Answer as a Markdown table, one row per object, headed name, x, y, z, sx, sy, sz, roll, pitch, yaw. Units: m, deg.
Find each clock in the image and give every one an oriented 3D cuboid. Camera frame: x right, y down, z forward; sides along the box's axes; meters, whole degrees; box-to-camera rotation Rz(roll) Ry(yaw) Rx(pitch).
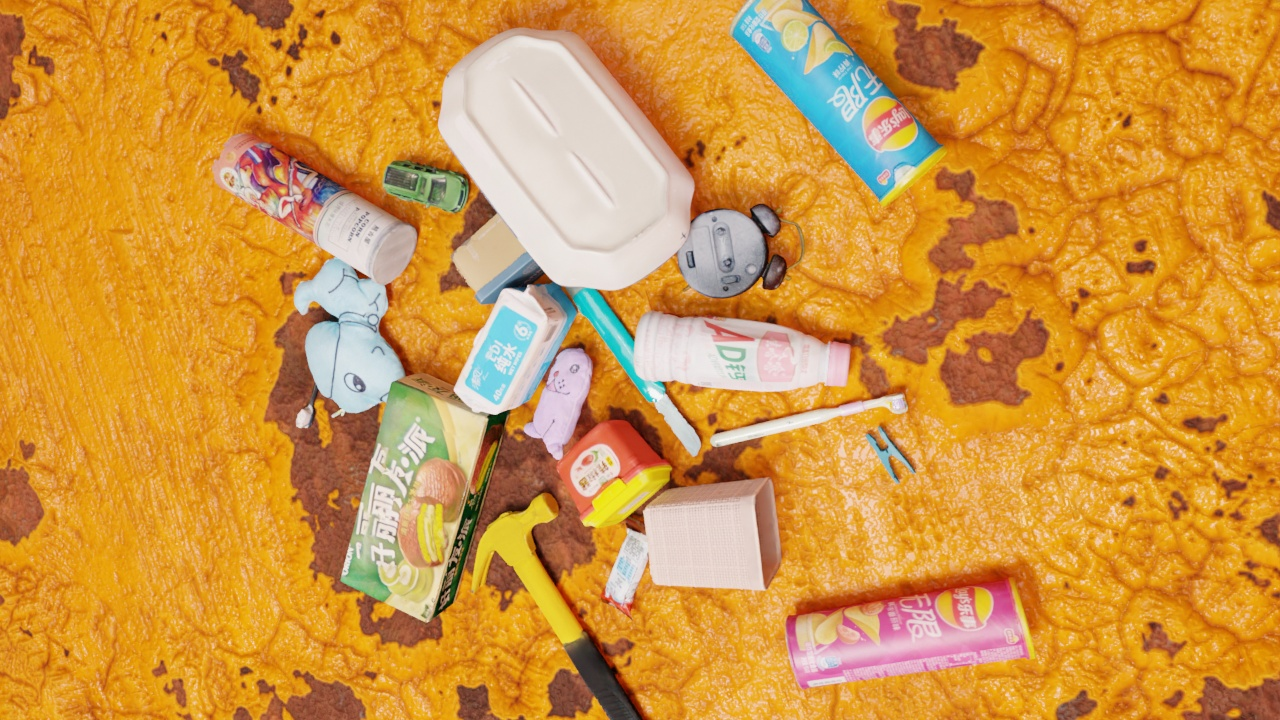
| name | x | y | z | sx | sy | sz | roll | pitch | yaw |
| --- | --- | --- | --- | --- | --- | --- | --- | --- | --- |
| clock | 0.092 | -0.101 | 0.854 | 0.122 | 0.055 | 0.082 | -8 | 93 | 16 |

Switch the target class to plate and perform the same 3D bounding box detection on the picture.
| name | x | y | z | sx | sy | sz | roll | pitch | yaw |
| --- | --- | --- | --- | --- | --- | --- | --- | --- | --- |
| plate | -0.067 | -0.186 | 0.812 | 0.162 | 0.034 | 0.265 | -36 | 84 | -6 |

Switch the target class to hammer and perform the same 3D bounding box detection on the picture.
| name | x | y | z | sx | sy | sz | roll | pitch | yaw |
| --- | --- | --- | --- | --- | --- | --- | --- | --- | --- |
| hammer | -0.070 | 0.291 | 0.960 | 0.129 | 0.032 | 0.300 | -35 | 86 | 18 |

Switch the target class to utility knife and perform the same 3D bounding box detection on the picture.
| name | x | y | z | sx | sy | sz | roll | pitch | yaw |
| --- | --- | --- | --- | --- | --- | --- | --- | --- | --- |
| utility knife | -0.005 | 0.005 | 0.916 | 0.029 | 0.013 | 0.216 | -37 | 83 | 16 |

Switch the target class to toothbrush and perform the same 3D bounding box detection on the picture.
| name | x | y | z | sx | sy | sz | roll | pitch | yaw |
| --- | --- | --- | --- | --- | --- | --- | --- | --- | --- |
| toothbrush | 0.156 | 0.059 | 0.873 | 0.190 | 0.029 | 0.020 | -13 | 51 | 18 |
| toothbrush | -0.350 | -0.007 | 1.015 | 0.016 | 0.018 | 0.181 | 23 | 101 | 16 |

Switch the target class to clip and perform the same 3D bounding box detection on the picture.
| name | x | y | z | sx | sy | sz | roll | pitch | yaw |
| --- | --- | --- | --- | --- | --- | --- | --- | --- | --- |
| clip | 0.232 | 0.088 | 0.857 | 0.042 | 0.014 | 0.056 | -38 | 85 | 16 |

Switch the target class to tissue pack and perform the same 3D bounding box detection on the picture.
| name | x | y | z | sx | sy | sz | roll | pitch | yaw |
| --- | --- | --- | --- | --- | --- | --- | --- | --- | --- |
| tissue pack | -0.124 | -0.014 | 0.908 | 0.063 | 0.089 | 0.140 | 32 | 105 | 9 |

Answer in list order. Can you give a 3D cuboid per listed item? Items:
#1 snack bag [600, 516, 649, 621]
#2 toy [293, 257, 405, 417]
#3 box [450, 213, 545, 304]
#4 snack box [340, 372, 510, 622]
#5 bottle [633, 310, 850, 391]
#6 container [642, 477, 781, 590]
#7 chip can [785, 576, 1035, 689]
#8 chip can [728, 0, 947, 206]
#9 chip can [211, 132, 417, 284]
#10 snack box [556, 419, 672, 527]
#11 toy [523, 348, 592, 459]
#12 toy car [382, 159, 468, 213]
| name | x | y | z | sx | sy | sz | roll | pitch | yaw |
| --- | --- | --- | --- | --- | --- | --- | --- | --- | --- |
| snack bag | -0.011 | 0.212 | 0.935 | 0.048 | 0.026 | 0.104 | 25 | 102 | 33 |
| toy | -0.311 | -0.017 | 0.982 | 0.161 | 0.049 | 0.156 | 29 | 102 | 6 |
| box | -0.102 | -0.123 | 0.890 | 0.185 | 0.089 | 0.061 | -40 | 85 | 18 |
| snack box | -0.228 | 0.144 | 0.972 | 0.114 | 0.063 | 0.240 | 21 | 103 | 14 |
| bottle | 0.095 | -0.005 | 0.860 | 0.197 | 0.068 | 0.068 | 7 | 98 | 12 |
| container | 0.069 | 0.165 | 0.877 | 0.111 | 0.090 | 0.090 | -5 | 95 | 20 |
| chip can | 0.244 | 0.252 | 0.844 | 0.211 | 0.071 | 0.071 | -15 | 92 | 18 |
| chip can | 0.171 | -0.236 | 0.805 | 0.071 | 0.071 | 0.210 | -42 | 84 | 16 |
| chip can | -0.342 | -0.162 | 0.965 | 0.215 | 0.071 | 0.071 | 30 | 104 | 11 |
| snack box | -0.028 | 0.109 | 0.906 | 0.091 | 0.082 | 0.080 | -43 | 70 | 16 |
| toy | -0.080 | 0.038 | 0.921 | 0.084 | 0.039 | 0.108 | 24 | 96 | 54 |
| toy car | -0.222 | -0.180 | 0.946 | 0.091 | 0.036 | 0.043 | 15 | 99 | 10 |
